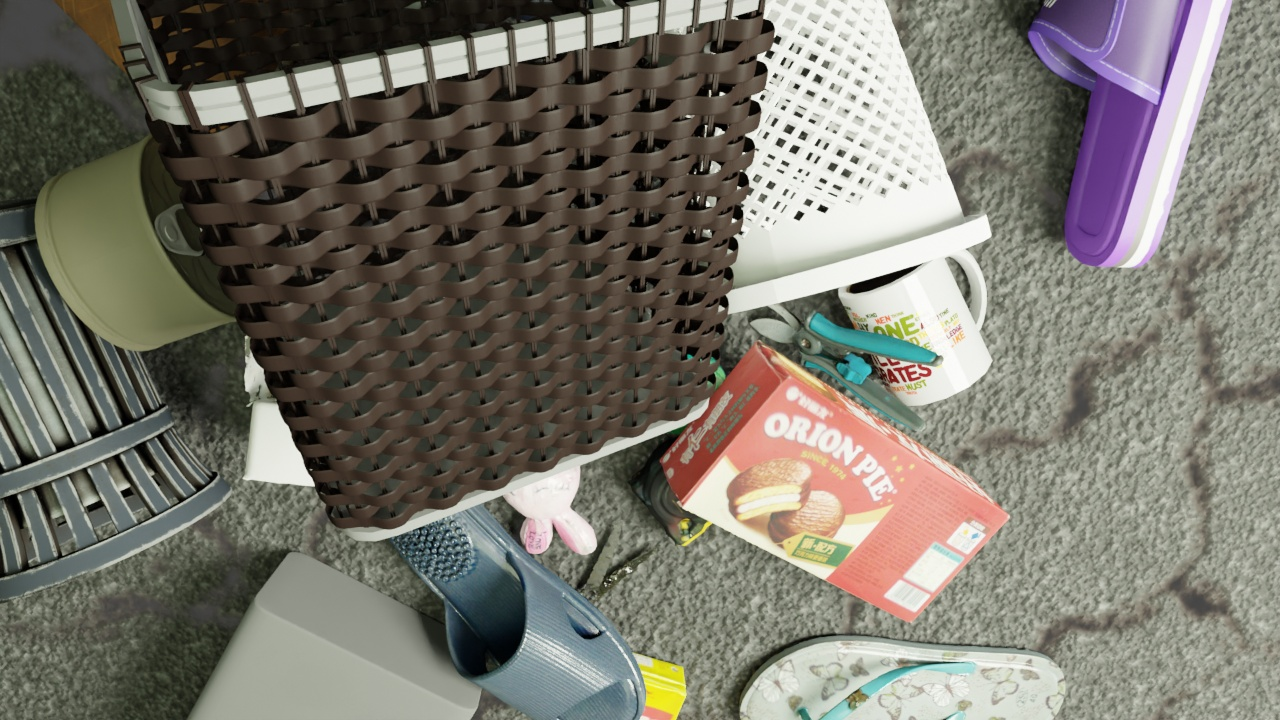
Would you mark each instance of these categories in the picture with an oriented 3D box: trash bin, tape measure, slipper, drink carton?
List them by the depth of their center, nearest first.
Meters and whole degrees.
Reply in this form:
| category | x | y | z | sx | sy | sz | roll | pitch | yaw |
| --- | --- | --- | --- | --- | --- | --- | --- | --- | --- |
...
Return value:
| category | x | y | z | sx | sy | sz | roll | pitch | yaw |
| --- | --- | --- | --- | --- | --- | --- | --- | --- | --- |
| trash bin | 0.090 | -0.147 | 0.563 | 0.195 | 0.195 | 0.199 | -16 | 96 | 4 |
| slipper | 0.295 | -0.192 | 0.587 | 0.084 | 0.107 | 0.267 | 2 | 110 | -1 |
| trash bin | -0.402 | 0.019 | 0.612 | 0.164 | 0.164 | 0.227 | -18 | 102 | 4 |
| slipper | -0.108 | 0.197 | 0.684 | 0.101 | 0.082 | 0.263 | -41 | 94 | 23 |
| tape measure | 0.035 | 0.095 | 0.695 | 0.072 | 0.042 | 0.071 | -36 | 102 | 13 |
| trash bin | -0.255 | 0.295 | 0.721 | 0.192 | 0.097 | 0.220 | 30 | 102 | -9 |
| slipper | 0.215 | 0.273 | 0.742 | 0.269 | 0.054 | 0.098 | -3 | 103 | -1 |
| drink carton | -0.012 | 0.308 | 0.755 | 0.058 | 0.043 | 0.135 | 19 | 106 | -8 |

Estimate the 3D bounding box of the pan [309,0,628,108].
| category | x | y | z | sx | sy | sz | roll | pitch | yaw |
| --- | --- | --- | --- | --- | --- | --- | --- | --- | --- |
| pan | -0.116 | -0.269 | 0.602 | 0.357 | 0.021 | 0.199 | -42 | 102 | 11 |

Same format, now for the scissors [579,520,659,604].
| category | x | y | z | sx | sy | sz | roll | pitch | yaw |
| --- | --- | --- | --- | --- | --- | --- | --- | --- | --- |
| scissors | -0.056 | 0.203 | 0.739 | 0.162 | 0.012 | 0.158 | -4 | 108 | 0 |

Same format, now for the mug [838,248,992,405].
| category | x | y | z | sx | sy | sz | roll | pitch | yaw |
| --- | --- | --- | --- | --- | --- | --- | --- | --- | --- |
| mug | 0.204 | -0.034 | 0.649 | 0.105 | 0.073 | 0.089 | -35 | 105 | -18 |

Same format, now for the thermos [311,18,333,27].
| category | x | y | z | sx | sy | sz | roll | pitch | yaw |
| --- | --- | --- | --- | --- | --- | --- | --- | --- | --- |
| thermos | -0.220 | -0.324 | 0.553 | 0.082 | 0.082 | 0.231 | 3 | 105 | -2 |

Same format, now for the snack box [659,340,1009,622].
| category | x | y | z | sx | sy | sz | roll | pitch | yaw |
| --- | --- | --- | --- | --- | --- | --- | --- | --- | --- |
| snack box | 0.141 | 0.092 | 0.651 | 0.236 | 0.060 | 0.113 | 30 | 106 | -27 |

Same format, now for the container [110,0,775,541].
| category | x | y | z | sx | sy | sz | roll | pitch | yaw |
| --- | --- | --- | --- | --- | --- | --- | --- | --- | --- |
| container | -0.099 | -0.093 | 0.479 | 0.245 | 0.247 | 0.244 | -19 | 134 | -20 |

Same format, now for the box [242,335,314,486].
| category | x | y | z | sx | sy | sz | roll | pitch | yaw |
| --- | --- | --- | --- | --- | --- | --- | --- | --- | --- |
| box | -0.223 | 0.012 | 0.642 | 0.128 | 0.108 | 0.137 | 7 | 92 | 0 |

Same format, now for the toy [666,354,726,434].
| category | x | y | z | sx | sy | sz | roll | pitch | yaw |
| --- | --- | --- | --- | --- | --- | --- | --- | --- | --- |
| toy | -0.004 | 0.004 | 0.658 | 0.193 | 0.072 | 0.131 | 22 | 143 | -4 |

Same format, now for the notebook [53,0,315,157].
| category | x | y | z | sx | sy | sz | roll | pitch | yaw |
| --- | --- | --- | --- | --- | --- | --- | --- | --- | --- |
| notebook | -0.299 | -0.265 | 0.550 | 0.249 | 0.014 | 0.179 | 45 | 120 | 2 |

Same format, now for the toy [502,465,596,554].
| category | x | y | z | sx | sy | sz | roll | pitch | yaw |
| --- | --- | --- | --- | --- | --- | --- | --- | --- | --- |
| toy | -0.074 | 0.101 | 0.694 | 0.064 | 0.047 | 0.110 | -12 | 111 | 14 |

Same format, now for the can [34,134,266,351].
| category | x | y | z | sx | sy | sz | roll | pitch | yaw |
| --- | --- | --- | --- | --- | --- | --- | --- | --- | --- |
| can | -0.314 | -0.076 | 0.599 | 0.073 | 0.127 | 0.128 | -19 | 105 | 6 |

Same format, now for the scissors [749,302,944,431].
| category | x | y | z | sx | sy | sz | roll | pitch | yaw |
| --- | --- | --- | --- | --- | --- | --- | --- | --- | --- |
| scissors | 0.146 | -0.004 | 0.634 | 0.156 | 0.125 | 0.019 | 50 | 57 | -4 |
